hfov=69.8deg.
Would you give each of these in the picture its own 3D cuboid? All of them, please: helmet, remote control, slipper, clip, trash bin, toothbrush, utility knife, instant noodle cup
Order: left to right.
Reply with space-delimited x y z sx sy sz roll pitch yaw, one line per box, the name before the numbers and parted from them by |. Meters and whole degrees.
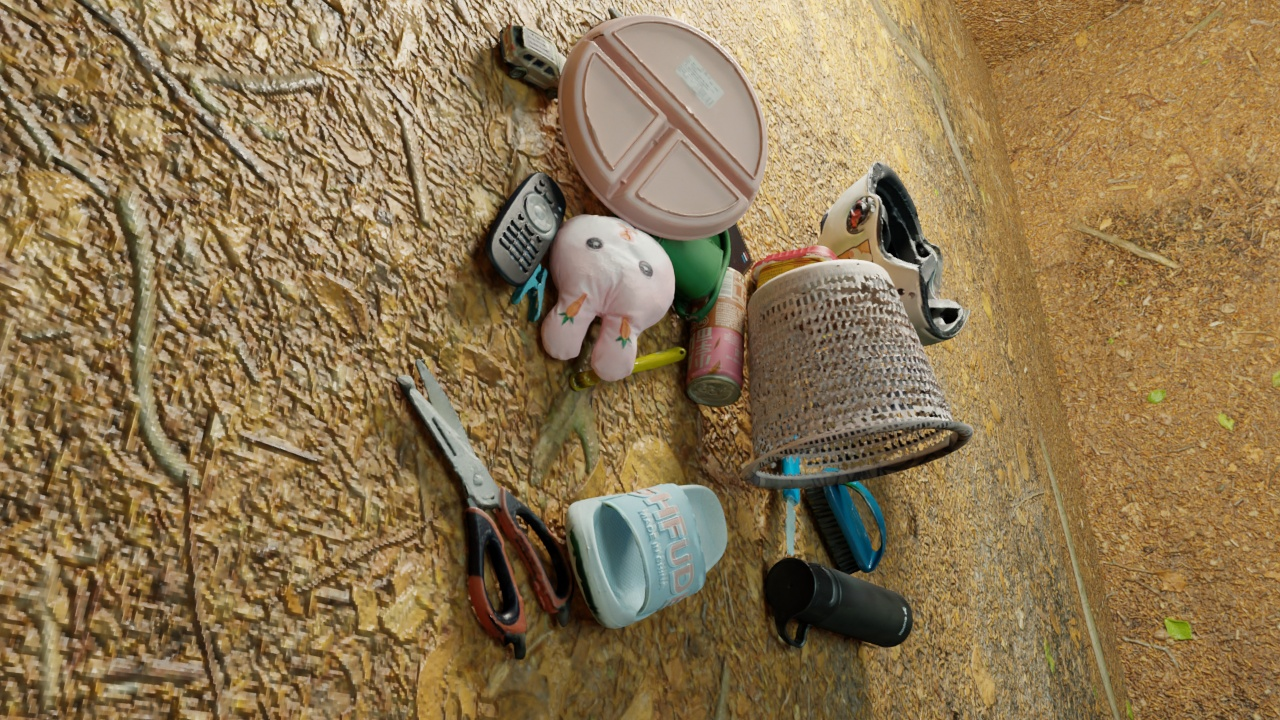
remote control | -0.098 -0.109 0.765 0.053 0.024 0.136 50 37 -25
clip | -0.091 -0.060 0.762 0.038 0.013 0.055 45 40 -37
toothbrush | -0.005 0.005 0.855 0.189 0.017 0.015 -15 88 -58
slipper | 0.023 0.152 0.767 0.245 0.074 0.104 -2 77 -61
utility knife | 0.168 0.132 1.027 0.034 0.018 0.215 55 28 -31
instant noodle cup | 0.192 -0.056 1.106 0.116 0.116 0.123 44 53 -37
trash bin | 0.199 0.012 0.935 0.227 0.228 0.192 18 57 -52
helmet | 0.337 -0.130 1.312 0.229 0.157 0.273 18 50 -51

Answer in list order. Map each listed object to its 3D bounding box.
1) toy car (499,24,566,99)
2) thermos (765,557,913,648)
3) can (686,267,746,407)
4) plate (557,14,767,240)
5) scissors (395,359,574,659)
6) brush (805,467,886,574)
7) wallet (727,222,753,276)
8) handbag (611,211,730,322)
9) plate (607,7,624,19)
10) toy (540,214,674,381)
toy car | -0.093 -0.276 0.848 0.090 0.035 0.042 15 64 -56
thermos | 0.220 0.282 1.024 0.242 0.068 0.090 28 81 -45
can | 0.081 -0.027 0.962 0.058 0.058 0.147 40 44 -40
plate | 0.030 -0.228 0.878 0.229 0.028 0.229 7 75 -27
scissors | -0.113 0.107 0.642 0.202 0.015 0.203 34 48 -45
brush | 0.253 0.191 1.099 0.144 0.074 0.055 63 29 -13
wallet | 0.090 -0.126 1.064 0.096 0.020 0.122 60 36 -18
handbag | 0.029 -0.114 0.928 0.131 0.068 0.120 37 54 -44
plate | 0.028 -0.318 1.006 0.179 0.024 0.179 39 18 -16
toy | -0.029 -0.059 0.803 0.121 0.054 0.159 23 58 -17
